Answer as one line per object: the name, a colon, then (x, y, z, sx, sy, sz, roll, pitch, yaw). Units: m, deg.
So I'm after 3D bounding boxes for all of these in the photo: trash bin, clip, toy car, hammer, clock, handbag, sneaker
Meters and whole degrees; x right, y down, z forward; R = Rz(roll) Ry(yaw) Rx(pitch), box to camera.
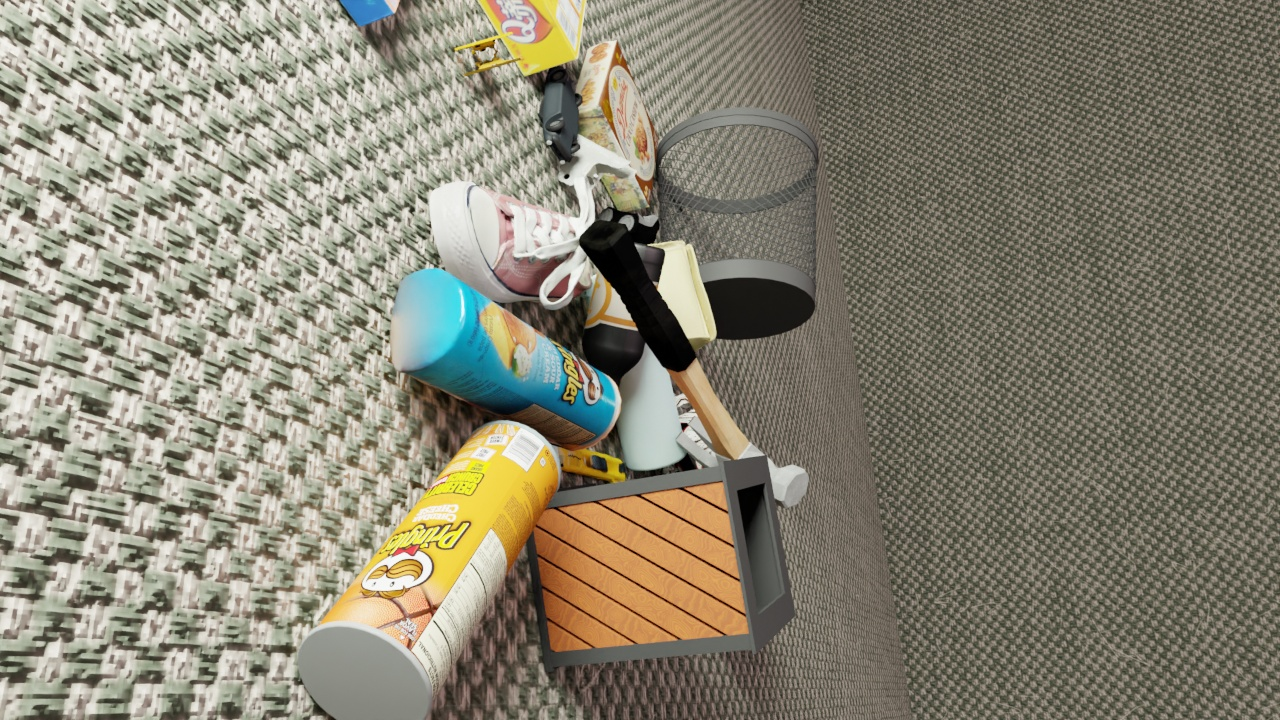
trash bin: (0.127, -0.168, 1.195, 0.217, 0.218, 0.227, 41, 45, -58)
clip: (-0.060, -0.201, 0.934, 0.058, 0.102, 0.050, -47, 146, -13)
toy car: (-0.082, -0.249, 0.926, 0.046, 0.034, 0.112, 51, 32, -51)
hammer: (0.040, 0.010, 0.813, 0.039, 0.131, 0.328, -49, 130, -20)
clock: (0.053, 0.099, 1.027, 0.115, 0.065, 0.154, 84, -20, -54)
clip: (-0.134, -0.268, 0.793, 0.045, 0.054, 0.049, 80, -13, -53)
trash bin: (0.018, 0.163, 0.762, 0.139, 0.172, 0.139, 9, 70, -68)
handbag: (0.022, -0.063, 1.017, 0.111, 0.081, 0.119, 136, -58, -71)
sneaker: (-0.083, -0.095, 0.760, 0.240, 0.088, 0.118, 8, 71, -70)

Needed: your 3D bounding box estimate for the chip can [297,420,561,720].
chip can: (-0.117, 0.121, 0.565, 0.214, 0.075, 0.075, -61, 135, -61)

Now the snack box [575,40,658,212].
snack box: (-0.027, -0.273, 1.076, 0.142, 0.041, 0.147, -82, 152, -42)

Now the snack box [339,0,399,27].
snack box: (-0.198, -0.321, 0.658, 0.087, 0.034, 0.151, 56, 30, -46)

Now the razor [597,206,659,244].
razor: (-0.006, -0.148, 1.057, 0.060, 0.057, 0.156, 48, 18, 10)

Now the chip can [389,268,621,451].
chip can: (-0.097, 0.008, 0.679, 0.229, 0.080, 0.079, 37, 45, -59)

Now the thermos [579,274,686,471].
thermos: (-0.006, 0.005, 0.932, 0.065, 0.078, 0.207, -113, -171, -80)

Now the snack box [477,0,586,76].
snack box: (-0.128, -0.390, 0.843, 0.230, 0.062, 0.109, 55, 31, -48)

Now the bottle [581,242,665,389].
bottle: (-0.024, -0.022, 0.861, 0.059, 0.059, 0.182, -8, 112, -70)

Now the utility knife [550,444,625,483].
utility knife: (-0.051, 0.096, 0.851, 0.179, 0.017, 0.030, 25, 46, -62)
